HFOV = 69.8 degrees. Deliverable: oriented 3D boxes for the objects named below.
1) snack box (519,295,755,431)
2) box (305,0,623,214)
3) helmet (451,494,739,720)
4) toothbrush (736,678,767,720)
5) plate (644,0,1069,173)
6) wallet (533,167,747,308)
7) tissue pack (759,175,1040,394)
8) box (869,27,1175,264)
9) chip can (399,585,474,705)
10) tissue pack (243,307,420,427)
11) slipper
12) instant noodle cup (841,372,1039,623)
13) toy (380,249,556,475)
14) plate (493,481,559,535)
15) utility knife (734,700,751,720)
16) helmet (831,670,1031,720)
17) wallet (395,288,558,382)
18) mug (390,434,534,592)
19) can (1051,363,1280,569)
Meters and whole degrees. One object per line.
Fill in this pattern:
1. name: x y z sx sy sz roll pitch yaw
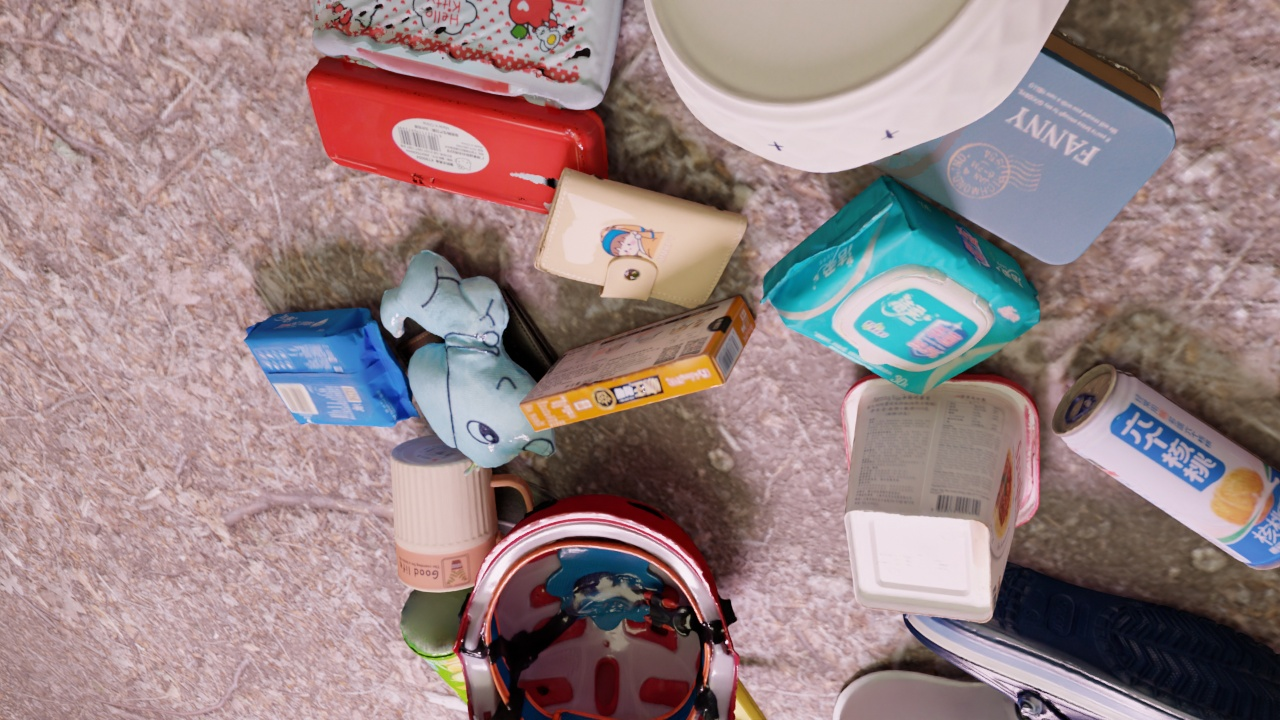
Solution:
1. snack box: -0.004 0.004 0.610 0.154 0.075 0.026 -16 113 33
2. box: -0.111 -0.173 0.559 0.201 0.058 0.161 16 124 14
3. helmet: -0.031 0.197 0.712 0.207 0.143 0.240 -2 107 2
4. toothbrush: 0.114 0.322 0.736 0.190 0.016 0.016 51 146 39
5. plate: 0.083 -0.187 0.394 0.205 0.045 0.205 -1 88 33
6. wallet: -0.003 -0.070 0.569 0.115 0.024 0.087 11 139 -14
7. tissue pack: 0.141 -0.037 0.500 0.133 0.050 0.093 24 134 -29
8. box: 0.167 -0.124 0.452 0.184 0.062 0.090 30 130 6
9. chip can: -0.144 0.263 0.813 0.073 0.072 0.221 11 146 18
10. tissue pack: -0.244 0.005 0.735 0.157 0.052 0.095 0 124 34
11. slipper: 0.290 0.205 0.587 0.253 0.104 0.095 17 120 17
12. instant noodle cup: 0.173 0.080 0.547 0.117 0.123 0.116 1 122 25
13. toy: -0.126 0.009 0.668 0.161 0.049 0.156 24 118 13
14. plate: -0.110 0.178 0.813 0.179 0.024 0.180 12 127 17
15. utility knife: 0.082 0.312 0.817 0.031 0.018 0.167 -25 107 40
16. helmet: 0.257 0.362 0.685 0.259 0.145 0.230 28 129 6
17. wallet: -0.120 0.005 0.704 0.123 0.020 0.096 -23 110 33
18. mug: -0.143 0.121 0.744 0.114 0.081 0.106 -1 105 0
19. can: 0.304 0.058 0.515 0.134 0.053 0.053 34 130 1
